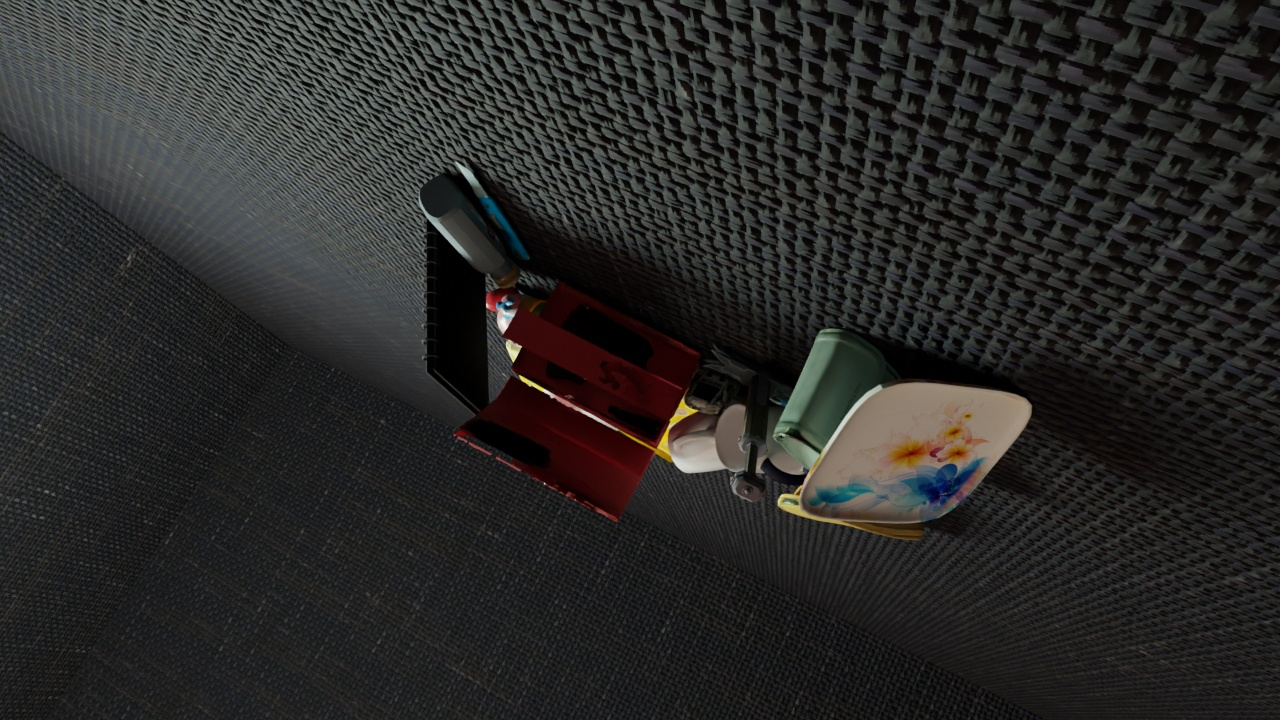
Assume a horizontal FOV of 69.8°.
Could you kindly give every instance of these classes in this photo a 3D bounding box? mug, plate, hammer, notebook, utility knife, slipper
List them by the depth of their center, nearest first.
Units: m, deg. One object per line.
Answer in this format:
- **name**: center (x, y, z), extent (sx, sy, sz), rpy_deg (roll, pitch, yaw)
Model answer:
- **plate**: center (0.249, 0.085, 0.847), extent (0.186, 0.016, 0.187), rpy_deg (6, 131, -21)
- **hammer**: center (0.123, 0.069, 0.950), extent (0.147, 0.028, 0.316), rpy_deg (26, -160, 1)
- **utility knife**: center (-0.165, -0.164, 1.043), extent (0.031, 0.015, 0.209), rpy_deg (23, 163, 21)
- **mug**: center (0.156, 0.103, 1.063), extent (0.096, 0.079, 0.112), rpy_deg (7, -147, -33)
- **notebook**: center (-0.224, -0.063, 1.119), extent (0.019, 0.231, 0.169), rpy_deg (-10, 155, 9)
- **mug**: center (0.079, 0.098, 1.137), extent (0.088, 0.081, 0.114), rpy_deg (-20, 165, 35)
- **slipper**: center (0.311, 0.202, 1.301), extent (0.263, 0.078, 0.100), rpy_deg (18, 174, -35)

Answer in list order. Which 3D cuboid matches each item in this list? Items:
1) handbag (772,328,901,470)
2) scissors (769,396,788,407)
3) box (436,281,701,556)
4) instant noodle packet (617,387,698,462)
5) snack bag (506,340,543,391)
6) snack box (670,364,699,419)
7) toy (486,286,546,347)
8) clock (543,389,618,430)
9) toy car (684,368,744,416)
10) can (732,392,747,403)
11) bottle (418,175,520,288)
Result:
- **handbag**: center (0.192, 0.046, 0.892), extent (0.106, 0.121, 0.067), rpy_deg (38, 162, -34)
- **scissors**: center (0.196, 0.065, 1.168), extent (0.090, 0.014, 0.141), rpy_deg (15, 162, 36)
- **box**: center (-0.079, 0.071, 1.113), extent (0.211, 0.314, 0.124), rpy_deg (28, 146, 4)
- **instant noodle packet**: center (0.064, 0.082, 1.355), extent (0.163, 0.084, 0.222), rpy_deg (35, 158, -24)
- **snack bag**: center (-0.120, 0.018, 1.462), extent (0.159, 0.068, 0.247), rpy_deg (25, 165, 7)
- **snack box**: center (-0.007, 0.007, 1.196), extent (0.150, 0.081, 0.026), rpy_deg (27, 166, 4)
- **toy**: center (-0.144, -0.061, 1.262), extent (0.131, 0.096, 0.124), rpy_deg (40, 169, 39)
- **clock**: center (-0.053, 0.028, 1.236), extent (0.160, 0.125, 0.073), rpy_deg (8, 146, -18)
- **toy car**: center (0.091, 0.031, 1.108), extent (0.048, 0.112, 0.041), rpy_deg (19, 118, 19)
- **can**: center (0.140, 0.084, 1.218), extent (0.105, 0.067, 0.068), rpy_deg (30, 165, -7)
- **bottle**: center (-0.192, -0.141, 1.067), extent (0.072, 0.046, 0.161), rpy_deg (55, -178, 37)
